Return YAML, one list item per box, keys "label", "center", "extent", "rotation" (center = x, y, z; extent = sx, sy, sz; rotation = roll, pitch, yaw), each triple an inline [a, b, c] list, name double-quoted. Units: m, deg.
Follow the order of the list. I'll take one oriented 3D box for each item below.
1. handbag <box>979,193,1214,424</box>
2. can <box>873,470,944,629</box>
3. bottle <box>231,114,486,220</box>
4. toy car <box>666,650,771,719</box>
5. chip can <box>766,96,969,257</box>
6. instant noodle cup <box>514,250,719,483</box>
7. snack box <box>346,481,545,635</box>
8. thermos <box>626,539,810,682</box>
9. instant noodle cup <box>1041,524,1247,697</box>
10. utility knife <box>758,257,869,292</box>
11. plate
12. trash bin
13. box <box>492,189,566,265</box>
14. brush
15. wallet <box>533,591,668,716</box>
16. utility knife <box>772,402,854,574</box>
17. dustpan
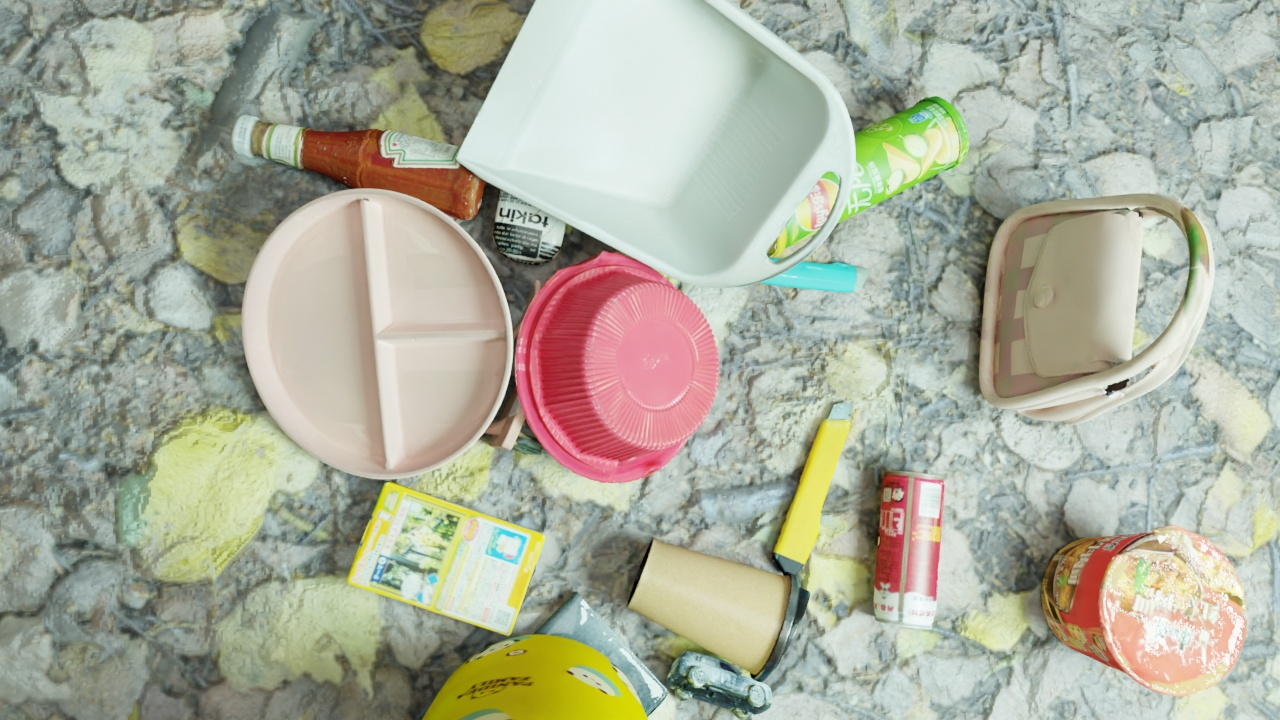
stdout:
- label: "handbag"
  center: [0.390, -0.051, 0.775]
  extent: [0.093, 0.234, 0.193]
  rotation: [11, 81, -10]
- label: "can"
  center: [0.238, 0.166, 0.812]
  extent: [0.053, 0.053, 0.132]
  rotation: [8, 81, -9]
- label: "bottle"
  center: [-0.235, -0.167, 0.772]
  extent: [0.206, 0.060, 0.059]
  rotation: [12, 80, -4]
- label: "toy car"
  center: [0.067, 0.274, 0.776]
  extent: [0.090, 0.043, 0.034]
  rotation: [19, 46, -2]
- label: "chip can"
  center: [0.196, -0.171, 0.841]
  extent: [0.221, 0.073, 0.072]
  rotation: [-27, 88, -13]
- label: "instant noodle cup"
  center: [-0.004, 0.004, 0.750]
  extent: [0.193, 0.066, 0.193]
  rotation: [3, 85, -34]
- label: "snack box"
  center: [-0.158, 0.162, 0.755]
  extent: [0.140, 0.034, 0.086]
  rotation: [20, 80, -8]
- label: "thermos"
  center: [0.065, 0.203, 0.764]
  extent: [0.143, 0.093, 0.093]
  rotation: [22, 79, 2]
- label: "instant noodle cup"
  center: [0.436, 0.217, 0.812]
  extent: [0.138, 0.109, 0.138]
  rotation: [1, 82, -10]
- label: "utility knife"
  center: [0.108, -0.085, 0.843]
  extent: [0.218, 0.013, 0.029]
  rotation: [5, 83, -12]
- label: "plate"
  center: [-0.207, -0.020, 0.728]
  extent: [0.230, 0.028, 0.229]
  rotation: [2, 101, 11]
- label: "trash bin"
  center: [-0.076, 0.315, 0.619]
  extent: [0.229, 0.255, 0.229]
  rotation: [0, 92, -4]
- label: "box"
  center: [-0.088, -0.165, 0.803]
  extent: [0.068, 0.051, 0.164]
  rotation: [6, 82, 5]
- label: "brush"
  center: [-0.090, 0.006, 0.771]
  extent: [0.073, 0.063, 0.145]
  rotation: [26, 78, -15]
- label: "wallet"
  center: [-0.048, 0.270, 0.767]
  extent: [0.097, 0.019, 0.121]
  rotation: [-43, 94, -13]
- label: "utility knife"
  center: [0.157, 0.113, 0.825]
  extent: [0.033, 0.015, 0.171]
  rotation: [26, 78, -12]
- label: "dustpan"
  center: [0.031, -0.172, 0.717]
  extent: [0.257, 0.142, 0.223]
  rotation: [13, 124, -36]
